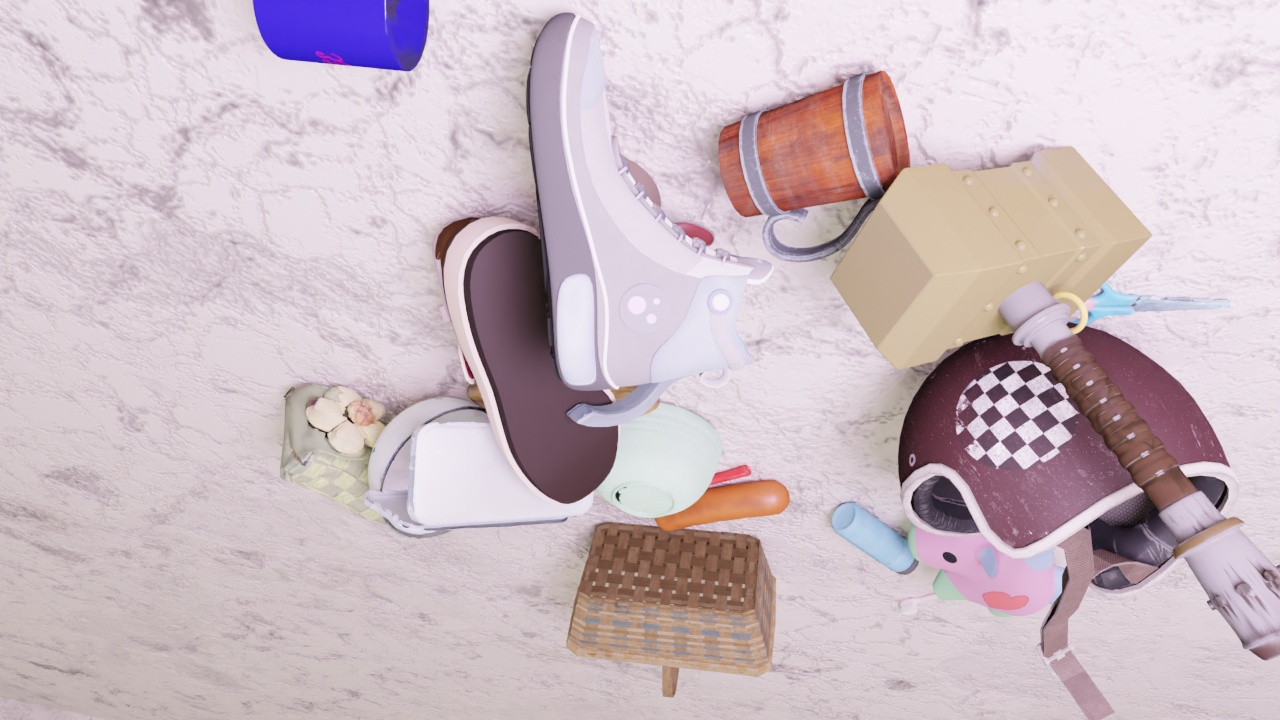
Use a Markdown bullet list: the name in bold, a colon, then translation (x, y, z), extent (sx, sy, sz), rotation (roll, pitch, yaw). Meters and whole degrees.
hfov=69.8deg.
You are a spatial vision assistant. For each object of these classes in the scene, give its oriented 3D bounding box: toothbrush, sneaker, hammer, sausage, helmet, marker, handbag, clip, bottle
- **toothbrush**: translation (0.395, 0.284, 1.125), extent (0.015, 0.018, 0.182), rotation (34, 135, -27)
- **sneaker**: translation (-0.113, 0.002, 0.814), extent (0.116, 0.111, 0.294), rotation (30, 149, 47)
- **hammer**: translation (0.281, 0.025, 0.561), extent (0.190, 0.324, 0.101), rotation (-12, 149, -26)
- **sausage**: translation (0.088, 0.162, 1.029), extent (0.165, 0.039, 0.044), rotation (-14, 152, 28)
- **helmet**: translation (0.329, 0.099, 0.725), extent (0.233, 0.253, 0.234), rotation (25, 119, -40)
- **marker**: translation (0.062, 0.139, 1.030), extent (0.142, 0.012, 0.013), rotation (-20, 132, 33)
- **handbag**: translation (-0.305, 0.096, 1.001), extent (0.117, 0.113, 0.186), rotation (-33, 135, 13)
- **clip**: translation (-0.008, 0.010, 0.798), extent (0.169, 0.031, 0.164), rotation (37, 91, -35)
- **sneaker**: translation (0.009, -0.104, 0.630), extent (0.160, 0.093, 0.257), rotation (-2, 107, 1)
- **bottle**: translation (0.270, 0.205, 1.038), extent (0.130, 0.040, 0.040), rotation (35, 135, -27)

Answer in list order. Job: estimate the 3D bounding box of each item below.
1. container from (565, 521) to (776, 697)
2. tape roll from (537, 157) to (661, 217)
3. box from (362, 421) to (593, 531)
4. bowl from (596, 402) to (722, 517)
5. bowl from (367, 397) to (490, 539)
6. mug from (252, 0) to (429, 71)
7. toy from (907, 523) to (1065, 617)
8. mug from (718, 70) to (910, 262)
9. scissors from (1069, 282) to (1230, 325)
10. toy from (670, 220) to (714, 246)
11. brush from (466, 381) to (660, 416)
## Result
- **container**: translation (0.042, 0.312, 1.140), extent (0.250, 0.157, 0.187), rotation (3, 130, 9)
- **tape roll**: translation (-0.032, -0.118, 0.721), extent (0.094, 0.030, 0.094), rotation (7, 141, 5)
- **box**: translation (-0.148, 0.103, 0.885), extent (0.130, 0.105, 0.210), rotation (12, -177, 41)
- **bowl**: translation (0.008, 0.115, 0.962), extent (0.151, 0.076, 0.151), rotation (6, 141, 5)
- **bowl**: translation (-0.217, 0.102, 0.953), extent (0.073, 0.153, 0.153), rotation (32, 157, 38)
- **mug**: translation (-0.186, -0.243, 0.576), extent (0.083, 0.079, 0.111), rotation (7, 113, 5)
- **toy**: translation (0.386, 0.210, 0.971), extent (0.222, 0.119, 0.172), rotation (22, 150, -12)
- **mug**: translation (0.123, -0.126, 0.629), extent (0.111, 0.081, 0.117), rotation (-9, 120, 28)
- **scissors**: translation (0.393, -0.044, 0.727), extent (0.136, 0.015, 0.055), rotation (4, 139, 14)
- **toy**: translation (-0.003, -0.095, 0.691), extent (0.111, 0.030, 0.049), rotation (18, 112, -6)
- **brush**: translation (-0.076, 0.029, 0.900), extent (0.195, 0.043, 0.059), rotation (1, 141, 14)
